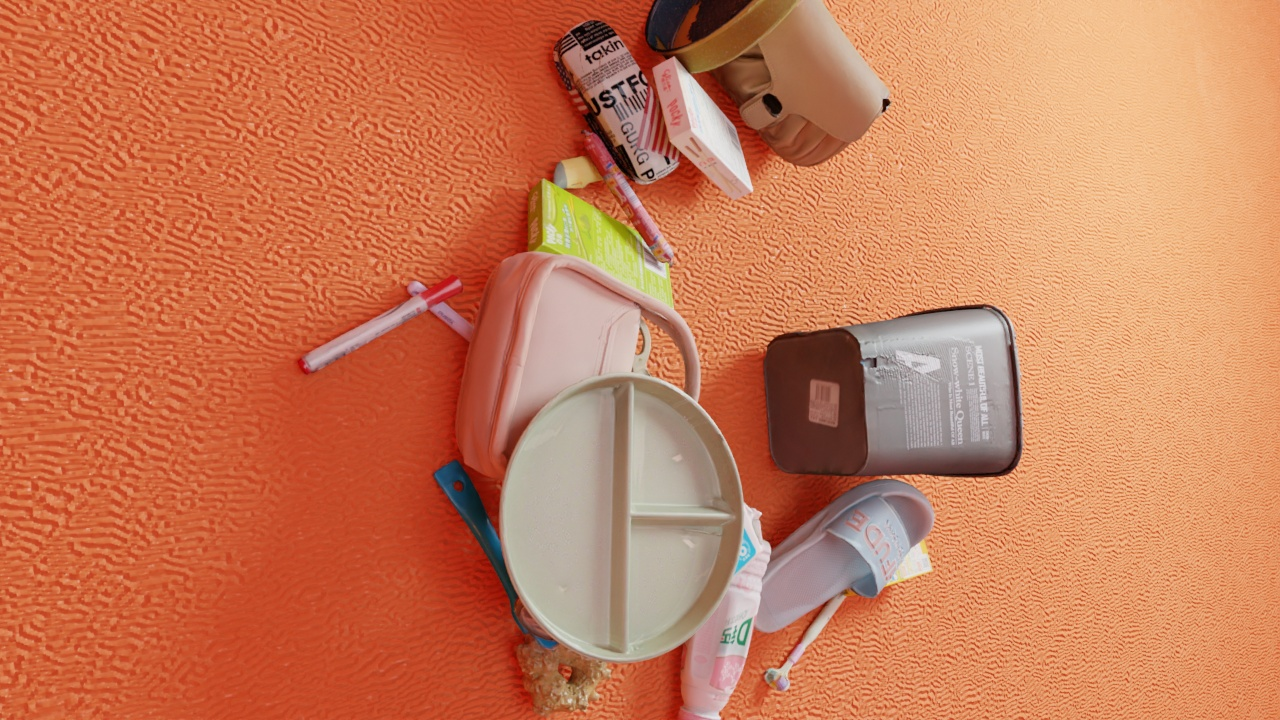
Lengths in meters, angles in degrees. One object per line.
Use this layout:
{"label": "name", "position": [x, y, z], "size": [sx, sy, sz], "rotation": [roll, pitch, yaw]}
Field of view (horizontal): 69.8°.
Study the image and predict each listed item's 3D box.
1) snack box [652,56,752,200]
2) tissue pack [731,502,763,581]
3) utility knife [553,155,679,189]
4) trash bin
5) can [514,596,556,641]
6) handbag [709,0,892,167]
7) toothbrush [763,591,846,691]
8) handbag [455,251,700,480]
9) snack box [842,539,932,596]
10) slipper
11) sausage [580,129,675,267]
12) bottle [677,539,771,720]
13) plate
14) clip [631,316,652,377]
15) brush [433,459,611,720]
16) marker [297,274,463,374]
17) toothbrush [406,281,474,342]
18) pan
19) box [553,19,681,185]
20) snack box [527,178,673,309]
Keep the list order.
{"label": "snack box", "position": [0.065, -0.229, 0.923], "size": [0.156, 0.027, 0.084], "rotation": [24, 49, -58]}
{"label": "tissue pack", "position": [0.040, 0.177, 0.840], "size": [0.139, 0.090, 0.063], "rotation": [-35, 105, -33]}
{"label": "utility knife", "position": [-0.020, -0.193, 0.909], "size": [0.176, 0.019, 0.031], "rotation": [-19, 101, -37]}
{"label": "trash bin", "position": [0.272, 0.040, 1.016], "size": [0.219, 0.199, 0.199], "rotation": [-2, 87, -33]}
{"label": "can", "position": [-0.056, 0.167, 0.791], "size": [0.058, 0.058, 0.146], "rotation": [53, 35, -22]}
{"label": "handbag", "position": [0.161, -0.302, 0.979], "size": [0.204, 0.148, 0.099], "rotation": [44, 59, -22]}
{"label": "toothbrush", "position": [0.202, 0.299, 1.039], "size": [0.189, 0.029, 0.020], "rotation": [-40, 152, -35]}
{"label": "handbag", "position": [-0.037, 0.018, 0.807], "size": [0.233, 0.093, 0.193], "rotation": [11, 91, -36]}
{"label": "snack box", "position": [0.285, 0.223, 1.092], "size": [0.140, 0.034, 0.087], "rotation": [-3, 75, -41]}
{"label": "slipper", "position": [0.216, 0.213, 0.979], "size": [0.245, 0.074, 0.104], "rotation": [-29, 117, -13]}
{"label": "sausage", "position": [-0.012, -0.154, 0.881], "size": [0.020, 0.020, 0.156], "rotation": [-39, 99, -34]}
{"label": "bottle", "position": [0.077, 0.270, 0.915], "size": [0.068, 0.068, 0.196], "rotation": [24, 76, -34]}
{"label": "plate", "position": [-0.012, 0.124, 0.744], "size": [0.229, 0.028, 0.230], "rotation": [6, 78, -31]}
{"label": "clip", "position": [-0.013, 0.004, 0.895], "size": [0.034, 0.077, 0.104], "rotation": [-27, 113, -38]}
{"label": "brush", "position": [-0.106, 0.200, 0.792], "size": [0.083, 0.046, 0.254], "rotation": [-34, 102, -34]}
{"label": "marker", "position": [-0.206, -0.030, 0.736], "size": [0.145, 0.017, 0.017], "rotation": [-33, 106, -27]}
{"label": "toothbrush", "position": [-0.130, -0.006, 0.805], "size": [0.189, 0.029, 0.021], "rotation": [42, 20, -26]}
{"label": "pan", "position": [0.087, -0.440, 0.936], "size": [0.078, 0.198, 0.356], "rotation": [38, 43, -35]}
{"label": "box", "position": [-0.030, -0.243, 0.891], "size": [0.075, 0.076, 0.163], "rotation": [-39, 104, -23]}
{"label": "snack box", "position": [-0.036, -0.101, 0.862], "size": [0.156, 0.026, 0.085], "rotation": [24, 45, -34]}
